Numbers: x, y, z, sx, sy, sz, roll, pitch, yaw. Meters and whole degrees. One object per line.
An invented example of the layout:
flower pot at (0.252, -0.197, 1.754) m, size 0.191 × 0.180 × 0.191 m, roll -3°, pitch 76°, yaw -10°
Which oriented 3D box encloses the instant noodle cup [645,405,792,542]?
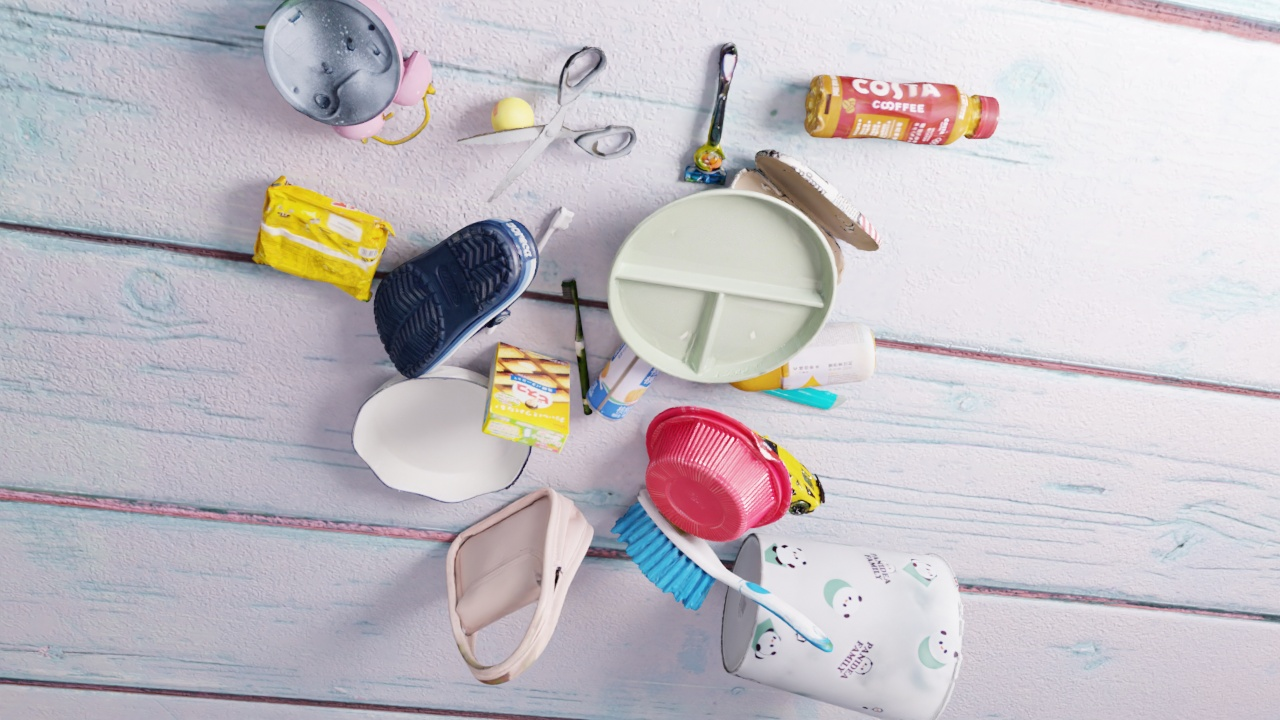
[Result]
instant noodle cup at (0.077, 0.145, 1.078) m, size 0.194 × 0.065 × 0.194 m, roll 21°, pitch 136°, yaw 22°

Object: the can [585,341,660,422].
can at (-0.006, 0.006, 1.034) m, size 0.053 × 0.053 × 0.135 m, roll 26°, pitch 121°, yaw -19°

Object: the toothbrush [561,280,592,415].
toothbrush at (-0.071, -0.011, 1.045) m, size 0.017 × 0.012 × 0.186 m, roll -1°, pitch 127°, yaw 6°

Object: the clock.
clock at (-0.257, -0.262, 0.825) m, size 0.117 × 0.059 × 0.158 m, roll -31°, pitch 120°, yaw 18°

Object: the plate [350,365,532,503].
plate at (-0.231, 0.085, 1.084) m, size 0.205 × 0.045 × 0.205 m, roll -2°, pitch 130°, yaw -2°

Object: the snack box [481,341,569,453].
snack box at (-0.122, 0.039, 1.000) m, size 0.087 × 0.140 × 0.034 m, roll 18°, pitch 122°, yaw -14°

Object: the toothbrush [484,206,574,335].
toothbrush at (-0.122, -0.091, 0.983) m, size 0.016 × 0.016 × 0.180 m, roll 23°, pitch 122°, yaw -25°

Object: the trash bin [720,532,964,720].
trash bin at (0.250, 0.340, 1.196) m, size 0.252 × 0.229 × 0.230 m, roll 13°, pitch 125°, yaw -4°

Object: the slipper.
slipper at (-0.186, -0.073, 0.950) m, size 0.254 × 0.095 × 0.105 m, roll -33°, pitch 84°, yaw 41°

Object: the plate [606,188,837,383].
plate at (0.081, -0.073, 0.926) m, size 0.230 × 0.027 × 0.231 m, roll -1°, pitch 127°, yaw -1°

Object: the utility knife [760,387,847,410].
utility knife at (0.141, 0.024, 1.077) m, size 0.222 × 0.013 × 0.029 m, roll 16°, pitch 126°, yaw -16°

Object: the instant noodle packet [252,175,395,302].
instant noodle packet at (-0.321, -0.122, 0.935) m, size 0.128 × 0.044 × 0.111 m, roll 22°, pitch 129°, yaw -13°

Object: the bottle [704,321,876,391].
bottle at (0.164, -0.001, 1.026) m, size 0.189 × 0.067 × 0.068 m, roll -6°, pitch 126°, yaw 2°

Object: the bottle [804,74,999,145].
bottle at (0.246, -0.234, 0.864) m, size 0.175 × 0.057 × 0.058 m, roll 3°, pitch 126°, yaw -4°

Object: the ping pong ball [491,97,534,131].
ping pong ball at (-0.121, -0.228, 0.866) m, size 0.040 × 0.040 × 0.040 m, roll -1°, pitch 126°, yaw -2°

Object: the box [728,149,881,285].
box at (0.168, -0.145, 0.916) m, size 0.162 × 0.076 × 0.088 m, roll 36°, pitch 146°, yaw -20°

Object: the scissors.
scissors at (-0.082, -0.217, 0.858) m, size 0.180 × 0.014 × 0.160 m, roll 3°, pitch 114°, yaw -28°

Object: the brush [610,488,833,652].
brush at (0.090, 0.266, 1.110) m, size 0.060 × 0.314 × 0.110 m, roll 3°, pitch 125°, yaw -53°

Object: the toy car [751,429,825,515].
toy car at (0.165, 0.133, 1.123) m, size 0.156 × 0.071 × 0.041 m, roll 36°, pitch 119°, yaw -24°

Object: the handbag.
handbag at (-0.156, 0.285, 1.121) m, size 0.194 × 0.233 × 0.093 m, roll -33°, pitch 119°, yaw 20°

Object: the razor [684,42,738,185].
razor at (0.075, -0.233, 0.882) m, size 0.042 × 0.022 × 0.143 m, roll 4°, pitch 126°, yaw -8°
